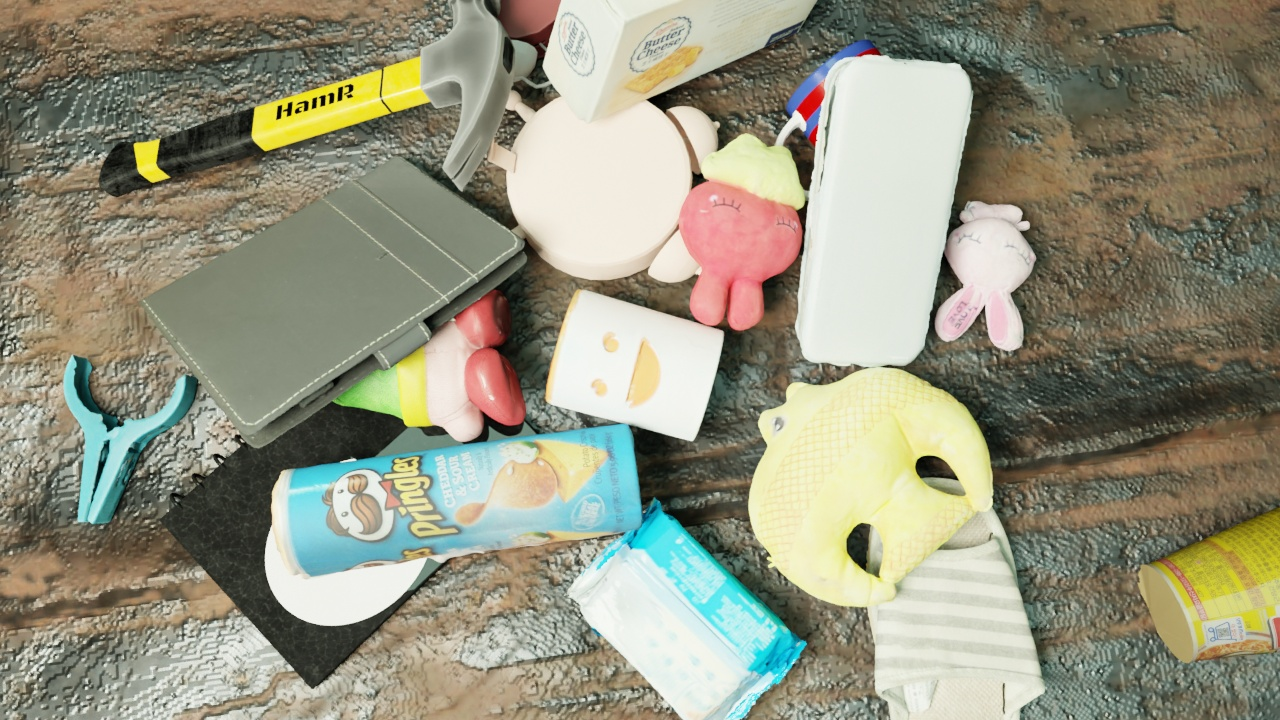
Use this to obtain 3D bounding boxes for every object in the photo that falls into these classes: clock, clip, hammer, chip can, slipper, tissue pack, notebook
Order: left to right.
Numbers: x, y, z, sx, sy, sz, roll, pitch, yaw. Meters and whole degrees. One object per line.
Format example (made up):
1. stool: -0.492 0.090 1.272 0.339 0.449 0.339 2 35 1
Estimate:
1. clip: -0.361 0.043 0.654 0.118 0.033 0.120 -24 83 -8
2. hammer: -0.240 -0.166 0.642 0.325 0.034 0.169 -12 64 13
3. notebook: -0.198 -0.050 0.603 0.208 0.029 0.169 -39 56 -20
4. notebook: -0.200 0.086 0.651 0.231 0.019 0.169 -44 86 -6
5. chip can: -0.115 0.093 0.605 0.229 0.080 0.079 -7 82 -4
6. clock: -0.089 -0.262 0.688 0.087 0.044 0.124 -28 83 -4
7. clock: -0.026 -0.128 0.655 0.160 0.086 0.131 7 82 -6
8. tissue pack: 0.030 0.175 0.618 0.144 0.062 0.093 43 85 8
9. slipper: 0.210 0.216 0.621 0.114 0.054 0.272 -2 82 -5

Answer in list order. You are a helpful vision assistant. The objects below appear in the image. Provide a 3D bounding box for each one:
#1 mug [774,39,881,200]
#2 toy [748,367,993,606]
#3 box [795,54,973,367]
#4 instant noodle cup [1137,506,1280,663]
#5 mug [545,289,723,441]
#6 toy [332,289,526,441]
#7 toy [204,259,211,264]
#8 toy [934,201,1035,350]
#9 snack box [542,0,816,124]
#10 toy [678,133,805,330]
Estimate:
1. mug: 0.143 -0.166 0.661 0.112 0.075 0.076 -35 84 -3
2. toy: 0.144 0.077 0.624 0.170 0.064 0.155 -44 65 -3
3. box: 0.159 -0.098 0.625 0.118 0.063 0.214 -1 108 -6
4. instant noodle cup: 0.407 0.156 0.613 0.112 0.100 0.100 -19 82 5
5. mug: -0.004 0.004 0.632 0.105 0.082 0.082 16 82 1
6. toy: -0.153 -0.003 0.612 0.131 0.096 0.124 -15 77 15
7. toy: -0.269 -0.029 0.652 0.102 0.041 0.055 33 124 -3
8. toy: 0.251 -0.063 0.662 0.063 0.047 0.110 8 85 9
9. snack box: 0.040 -0.247 0.625 0.207 0.104 0.057 -31 80 -24
10. toy: 0.069 -0.087 0.627 0.091 0.045 0.135 17 85 -19
